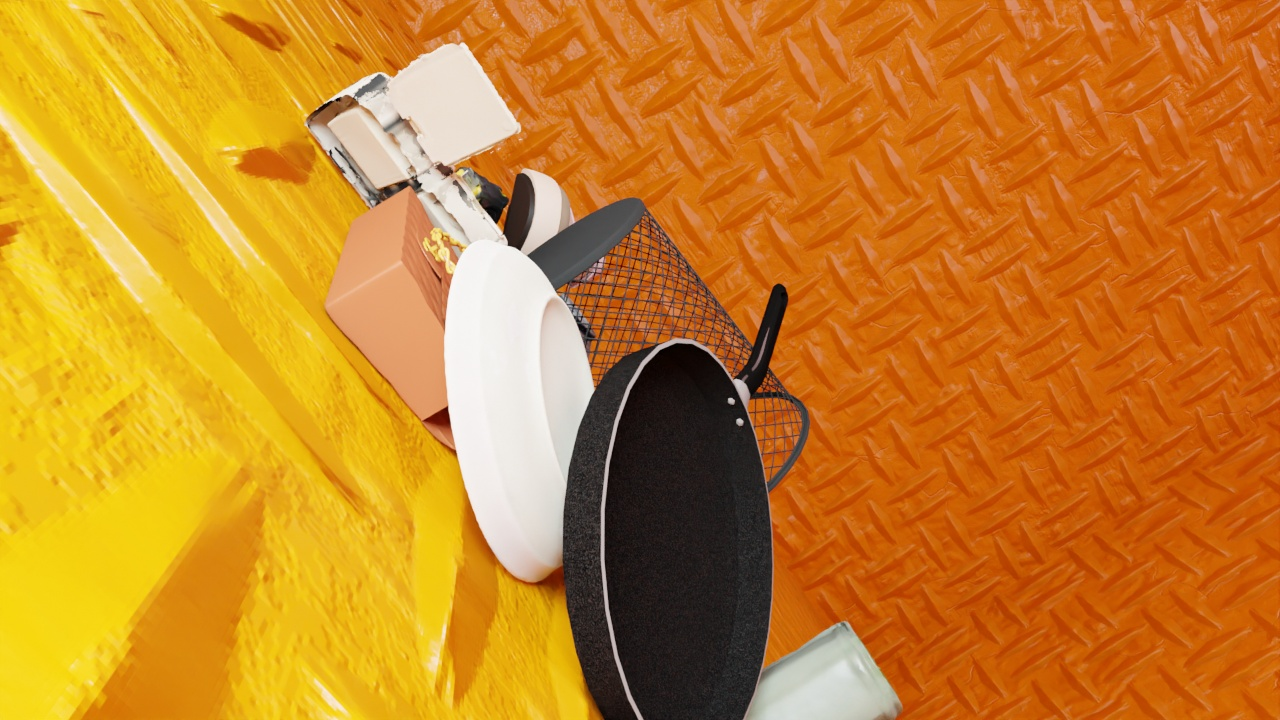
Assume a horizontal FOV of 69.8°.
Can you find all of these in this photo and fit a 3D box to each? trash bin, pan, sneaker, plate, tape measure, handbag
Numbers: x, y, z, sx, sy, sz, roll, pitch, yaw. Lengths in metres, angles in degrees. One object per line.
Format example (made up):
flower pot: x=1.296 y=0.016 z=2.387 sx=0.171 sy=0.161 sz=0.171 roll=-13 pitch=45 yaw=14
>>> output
trash bin: x=-0.004 y=0.004 z=0.696 sx=0.210 sy=0.184 sz=0.184 roll=55 pitch=3 yaw=-19
pan: x=0.043 y=0.061 z=0.557 sx=0.225 sy=0.034 sz=0.355 roll=65 pitch=32 yaw=-32
sneaker: x=-0.084 y=-0.117 z=0.952 sx=0.116 sy=0.111 sz=0.294 roll=11 pitch=-3 yaw=-11
plate: x=-0.052 y=0.023 z=0.488 sx=0.182 sy=0.034 sz=0.182 roll=-9 pitch=89 yaw=-81
tape measure: x=-0.161 y=-0.140 z=0.845 sx=0.042 sy=0.072 sz=0.071 roll=53 pitch=13 yaw=12
handbag: x=-0.117 y=-0.031 z=0.535 sx=0.109 sy=0.060 sz=0.171 roll=59 pitch=1 yaw=-25
handbag: x=0.106 y=0.236 z=0.616 sx=0.067 sy=0.122 sz=0.106 roll=59 pitch=1 yaw=16

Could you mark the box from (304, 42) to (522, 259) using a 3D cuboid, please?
box: x=-0.129 y=-0.124 z=0.597 sx=0.185 sy=0.044 sz=0.143 roll=3 pitch=-45 yaw=51

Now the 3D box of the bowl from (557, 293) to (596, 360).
bowl: x=-0.082 y=-0.029 z=0.908 sx=0.137 sy=0.057 sz=0.137 roll=53 pitch=3 yaw=-5
